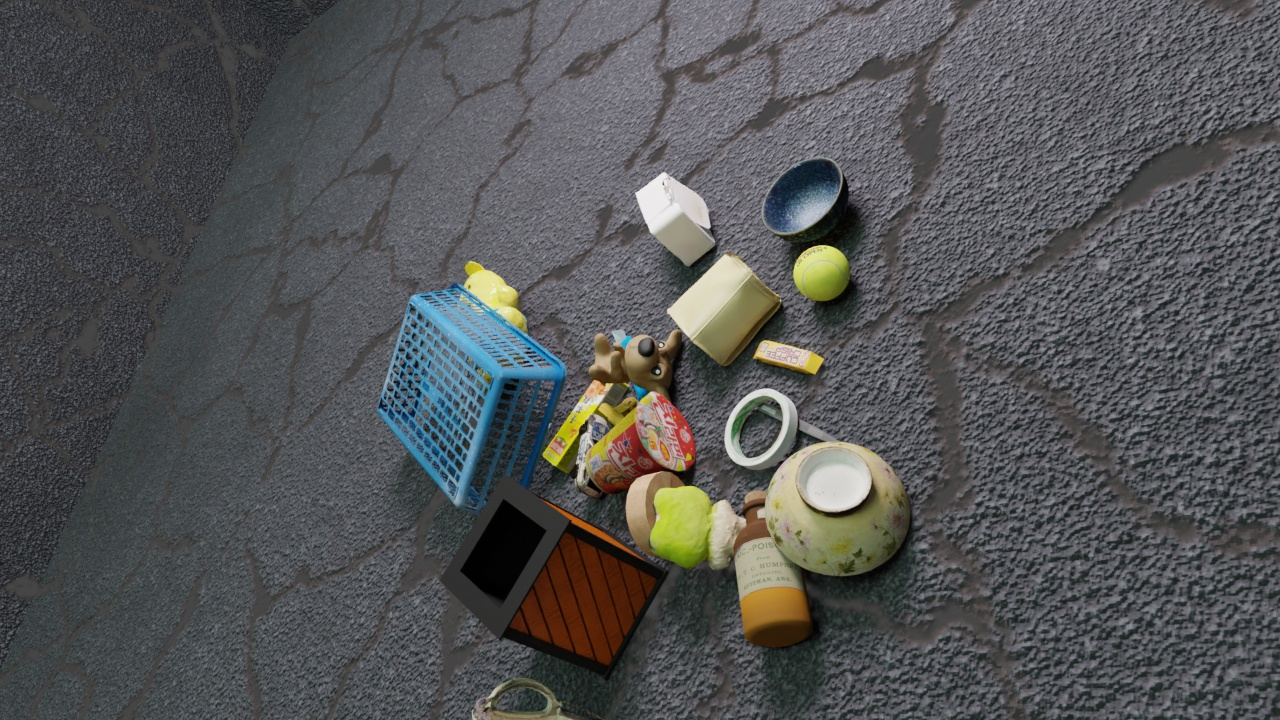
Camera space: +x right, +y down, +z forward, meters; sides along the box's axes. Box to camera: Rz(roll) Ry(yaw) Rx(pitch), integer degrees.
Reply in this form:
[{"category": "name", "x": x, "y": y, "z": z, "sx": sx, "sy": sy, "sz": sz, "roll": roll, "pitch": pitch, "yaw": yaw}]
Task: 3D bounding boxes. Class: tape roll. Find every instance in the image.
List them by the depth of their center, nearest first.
[{"category": "tape roll", "x": 0.024, "y": 0.175, "z": 1.042, "sx": 0.027, "sy": 0.094, "sz": 0.093, "roll": -18, "pitch": 51, "yaw": 35}, {"category": "tape roll", "x": 0.138, "y": 0.079, "z": 1.051, "sx": 0.094, "sy": 0.018, "sz": 0.093, "roll": -28, "pitch": 49, "yaw": 37}]

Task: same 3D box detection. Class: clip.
[{"category": "clip", "x": -0.025, "y": 0.071, "z": 1.222, "sx": 0.054, "sy": 0.046, "sz": 0.048, "roll": 33, "pitch": 123, "yaw": 51}]

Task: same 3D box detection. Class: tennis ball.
[{"category": "tennis ball", "x": 0.213, "y": -0.102, "z": 1.079, "sx": 0.065, "sy": 0.065, "sz": 0.065, "roll": -25, "pitch": 47, "yaw": 30}]

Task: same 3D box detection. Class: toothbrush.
[{"category": "toothbrush", "x": 0.187, "y": 0.077, "z": 1.019, "sx": 0.167, "sy": 0.013, "sz": 0.013, "roll": 27, "pitch": 83, "yaw": 52}]

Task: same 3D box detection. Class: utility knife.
[{"category": "utility knife", "x": -0.009, "y": 0.009, "z": 1.254, "sx": 0.031, "sy": 0.015, "sz": 0.174, "roll": -31, "pitch": 42, "yaw": 4}]

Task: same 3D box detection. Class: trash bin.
[{"category": "trash bin", "x": -0.097, "y": 0.246, "z": 1.046, "sx": 0.140, "sy": 0.171, "sz": 0.139, "roll": 23, "pitch": 79, "yaw": 50}]

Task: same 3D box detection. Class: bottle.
[{"category": "bottle", "x": 0.130, "y": 0.206, "z": 0.936, "sx": 0.068, "sy": 0.068, "sz": 0.156, "roll": -28, "pitch": 46, "yaw": 27}]

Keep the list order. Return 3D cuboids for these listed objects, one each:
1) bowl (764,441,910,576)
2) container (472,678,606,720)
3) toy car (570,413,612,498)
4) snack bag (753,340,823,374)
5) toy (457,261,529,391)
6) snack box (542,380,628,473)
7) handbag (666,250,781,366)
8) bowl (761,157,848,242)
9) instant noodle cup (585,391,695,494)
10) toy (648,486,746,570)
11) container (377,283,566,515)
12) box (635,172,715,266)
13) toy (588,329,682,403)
[{"category": "bowl", "x": 0.190, "y": 0.130, "z": 0.894, "sx": 0.145, "sy": 0.063, "sz": 0.145, "roll": -7, "pitch": 53, "yaw": 9}, {"category": "container", "x": -0.066, "y": 0.427, "z": 0.888, "sx": 0.252, "sy": 0.184, "sz": 0.143, "roll": 14, "pitch": 81, "yaw": 47}, {"category": "toy car", "x": -0.057, "y": 0.122, "z": 1.193, "sx": 0.041, "sy": 0.048, "sz": 0.112, "roll": -21, "pitch": 50, "yaw": 39}, {"category": "snack bag", "x": 0.172, "y": -0.004, "z": 1.084, "sx": 0.099, "sy": 0.020, "sz": 0.026, "roll": 18, "pitch": 77, "yaw": 49}, {"category": "toy", "x": -0.238, "y": -0.057, "z": 1.466, "sx": 0.214, "sy": 0.084, "sz": 0.149, "roll": 47, "pitch": 117, "yaw": 51}, {"category": "snack box", "x": -0.075, "y": 0.082, "z": 1.255, "sx": 0.148, "sy": 0.029, "sz": 0.040, "roll": -55, "pitch": 39, "yaw": -2}, {"category": "handbag", "x": 0.105, "y": -0.072, "z": 1.158, "sx": 0.119, "sy": 0.081, "sz": 0.111, "roll": -48, "pitch": 32, "yaw": 9}, {"category": "bowl", "x": 0.215, "y": -0.190, "z": 1.145, "sx": 0.115, "sy": 0.060, "sz": 0.114, "roll": -26, "pitch": 48, "yaw": 32}, {"category": "instant noodle cup", "x": -0.006, "y": 0.113, "z": 1.124, "sx": 0.113, "sy": 0.100, "sz": 0.100, "roll": -36, "pitch": 42, "yaw": 32}, {"category": "toy", "x": 0.069, "y": 0.184, "z": 0.996, "sx": 0.043, "sy": 0.118, "sz": 0.092, "roll": 107, "pitch": 173, "yaw": -57}, {"category": "container", "x": -0.267, "y": 0.053, "z": 1.337, "sx": 0.362, "sy": 0.089, "sz": 0.257, "roll": 34, "pitch": 109, "yaw": 47}, {"category": "box", "x": 0.062, "y": -0.211, "z": 1.277, "sx": 0.095, "sy": 0.102, "sz": 0.107, "roll": -37, "pitch": 42, "yaw": 16}, {"category": "toy", "x": -0.007, "y": 0.007, "z": 1.181, "sx": 0.108, "sy": 0.106, "sz": 0.133, "roll": 3, "pitch": 58, "yaw": 9}]
